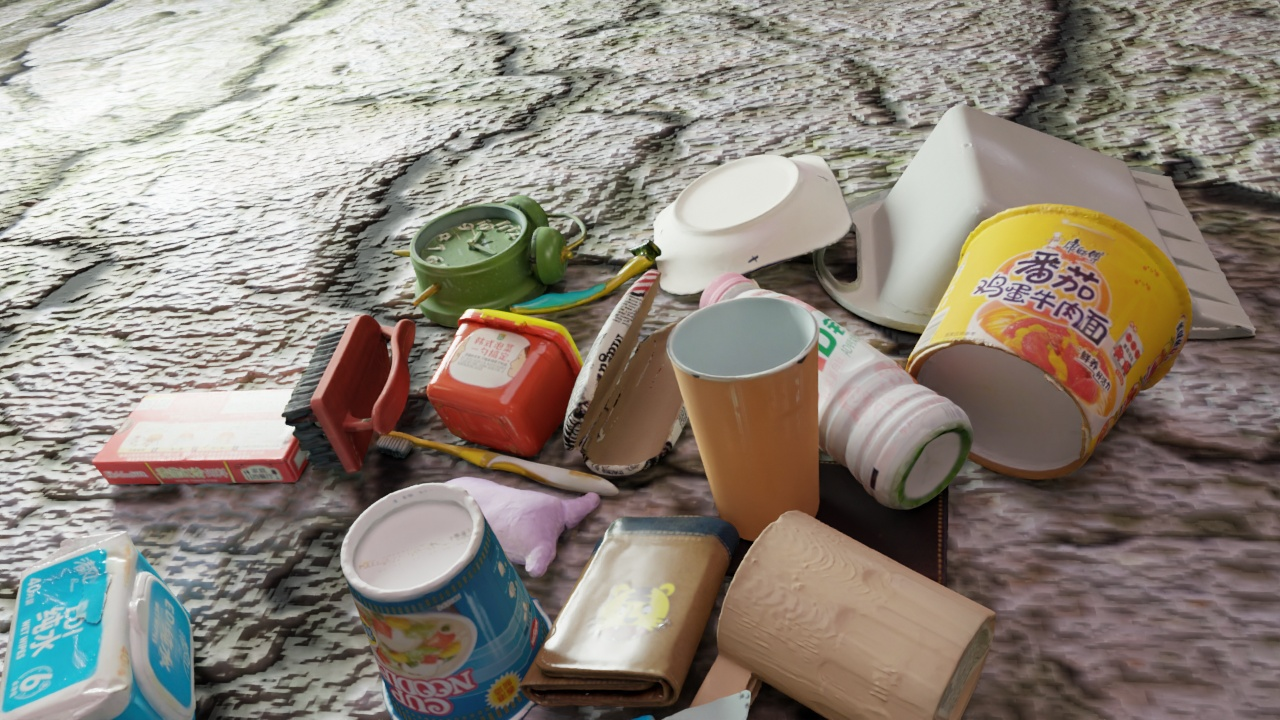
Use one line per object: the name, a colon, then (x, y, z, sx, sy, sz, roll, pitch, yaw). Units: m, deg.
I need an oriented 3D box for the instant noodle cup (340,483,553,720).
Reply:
instant noodle cup: (-0.102, 0.124, 0.471, 0.099, 0.110, 0.099, -7, 39, 6)

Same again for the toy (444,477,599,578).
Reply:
toy: (-0.087, 0.095, 0.561, 0.108, 0.039, 0.083, 6, 24, 25)

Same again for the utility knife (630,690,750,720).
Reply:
utility knife: (-0.037, 0.190, 0.421, 0.191, 0.018, 0.034, -22, 39, 4)

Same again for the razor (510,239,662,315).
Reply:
razor: (-0.045, -0.061, 0.749, 0.132, 0.028, 0.043, -26, 11, -21)

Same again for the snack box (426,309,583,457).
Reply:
snack box: (-0.093, 0.015, 0.629, 0.091, 0.082, 0.079, 13, 54, 28)

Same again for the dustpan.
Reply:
dustpan: (0.280, -0.085, 0.715, 0.257, 0.143, 0.222, 21, 41, -7)

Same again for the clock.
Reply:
clock: (-0.123, -0.090, 0.780, 0.161, 0.056, 0.116, -21, 41, -12)

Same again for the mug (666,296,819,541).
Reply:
mug: (0.063, 0.036, 0.502, 0.078, 0.123, 0.078, -9, 33, 6)

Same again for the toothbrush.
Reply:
toothbrush: (-0.101, 0.070, 0.612, 0.192, 0.016, 0.018, 10, 54, 24)

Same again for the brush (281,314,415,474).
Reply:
brush: (-0.200, 0.014, 0.663, 0.069, 0.063, 0.145, -13, 31, 5)

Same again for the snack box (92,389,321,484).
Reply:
snack box: (-0.311, 0.055, 0.672, 0.153, 0.025, 0.075, -2, 40, 11)

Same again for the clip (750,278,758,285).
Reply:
clip: (0.097, -0.030, 0.675, 0.083, 0.035, 0.104, -7, 31, 11)

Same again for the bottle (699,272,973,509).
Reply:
bottle: (0.106, 0.007, 0.558, 0.068, 0.068, 0.197, -27, 45, -19)

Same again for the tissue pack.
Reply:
tissue pack: (-0.276, 0.163, 0.481, 0.063, 0.090, 0.140, -21, 39, -12)

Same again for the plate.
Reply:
plate: (0.084, -0.128, 0.767, 0.164, 0.034, 0.164, -19, 35, 10)

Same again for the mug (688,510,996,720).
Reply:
mug: (0.091, 0.147, 0.431, 0.104, 0.084, 0.124, 23, 74, 33)

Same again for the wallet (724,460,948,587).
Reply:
wallet: (0.114, 0.091, 0.532, 0.122, 0.020, 0.096, 2, 35, 18)

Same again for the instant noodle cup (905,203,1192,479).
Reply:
instant noodle cup: (0.230, -0.005, 0.539, 0.138, 0.138, 0.109, 22, 57, 34)

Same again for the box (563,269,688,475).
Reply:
box: (-0.007, 0.000, 0.618, 0.076, 0.088, 0.162, -9, 35, 31)

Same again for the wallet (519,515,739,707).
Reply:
wallet: (-0.004, 0.129, 0.479, 0.090, 0.033, 0.115, -9, 26, 27)
